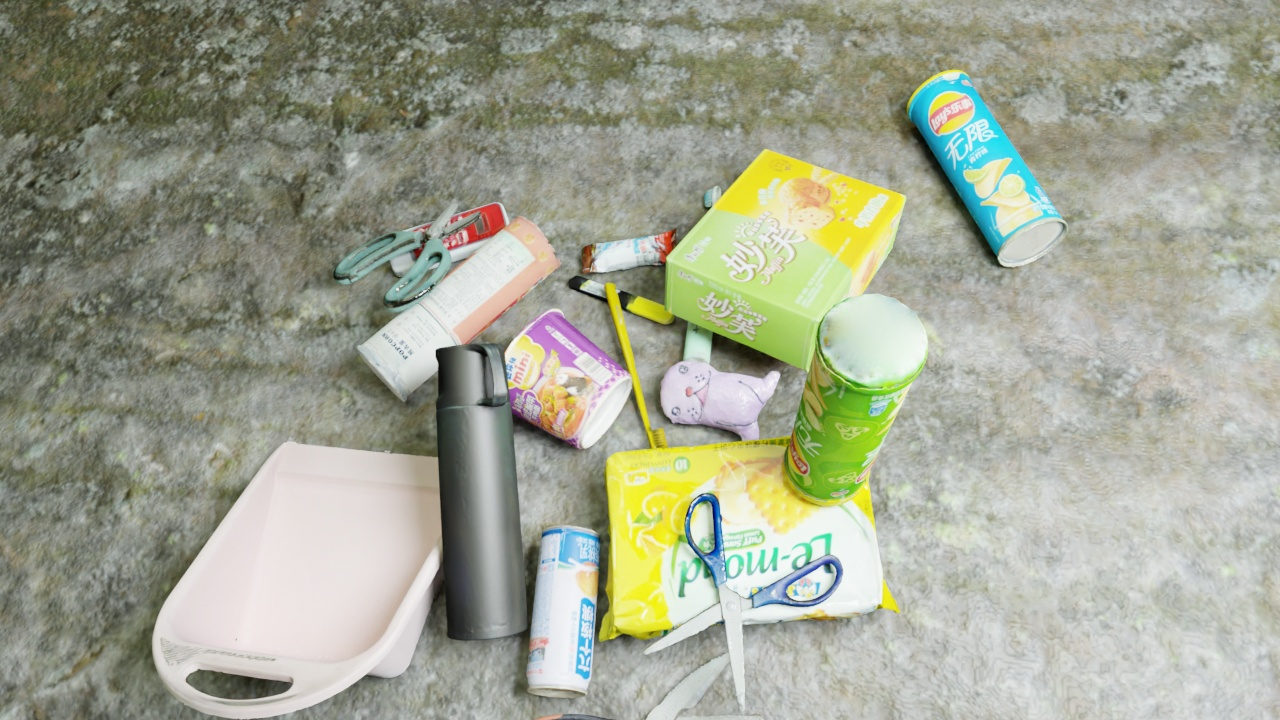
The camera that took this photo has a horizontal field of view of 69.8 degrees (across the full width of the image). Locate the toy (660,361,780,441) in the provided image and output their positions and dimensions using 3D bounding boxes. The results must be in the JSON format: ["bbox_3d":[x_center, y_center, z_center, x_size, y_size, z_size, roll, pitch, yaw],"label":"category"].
[{"bbox_3d":[0.069,0.039,0.862,0.108,0.039,0.084,15,85,13],"label":"toy"}]

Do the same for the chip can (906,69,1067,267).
[{"bbox_3d":[0.348,-0.198,0.932,0.071,0.071,0.210,-18,61,-2],"label":"chip can"}]

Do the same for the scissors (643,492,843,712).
[{"bbox_3d":[0.079,0.183,0.718,0.162,0.012,0.172,-7,62,2],"label":"scissors"}]

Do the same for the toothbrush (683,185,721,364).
[{"bbox_3d":[0.067,-0.089,0.938,0.027,0.026,0.224,-14,55,36],"label":"toothbrush"}]

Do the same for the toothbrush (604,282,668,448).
[{"bbox_3d":[-0.005,0.005,0.895,0.016,0.016,0.190,-14,65,-6],"label":"toothbrush"}]

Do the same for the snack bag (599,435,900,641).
[{"bbox_3d":[0.083,0.150,0.781,0.246,0.068,0.157,-6,61,3],"label":"snack bag"}]

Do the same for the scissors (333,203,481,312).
[{"bbox_3d":[-0.252,-0.108,0.958,0.181,0.019,0.169,-3,45,25],"label":"scissors"}]

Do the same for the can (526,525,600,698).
[{"bbox_3d":[-0.064,0.212,0.776,0.053,0.053,0.134,-1,61,7],"label":"can"}]

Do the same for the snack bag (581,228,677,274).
[{"bbox_3d":[-0.012,-0.113,0.963,0.104,0.026,0.048,-6,49,4],"label":"snack bag"}]

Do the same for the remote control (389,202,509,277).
[{"bbox_3d":[-0.209,-0.133,1.004,0.136,0.020,0.055,-17,61,-2],"label":"remote control"}]

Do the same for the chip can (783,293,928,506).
[{"bbox_3d":[0.151,0.036,0.672,0.072,0.222,0.072,-1,60,2],"label":"chip can"}]

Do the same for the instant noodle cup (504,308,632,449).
[{"bbox_3d":[-0.069,0.024,0.856,0.099,0.112,0.111,34,71,13],"label":"instant noodle cup"}]

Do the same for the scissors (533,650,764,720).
[{"bbox_3d":[-0.012,0.315,0.736,0.189,0.015,0.225,19,65,17],"label":"scissors"}]

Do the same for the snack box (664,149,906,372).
[{"bbox_3d":[0.140,-0.104,0.882,0.158,0.070,0.209,25,52,21],"label":"snack box"}]

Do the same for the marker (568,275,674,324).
[{"bbox_3d":[-0.021,-0.063,0.944,0.124,0.015,0.018,21,72,21],"label":"marker"}]

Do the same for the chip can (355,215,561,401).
[{"bbox_3d":[-0.181,-0.055,0.928,0.214,0.071,0.071,-43,65,-15],"label":"chip can"}]

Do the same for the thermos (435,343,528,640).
[{"bbox_3d":[-0.134,0.108,0.771,0.068,0.090,0.242,-3,86,-28],"label":"thermos"}]

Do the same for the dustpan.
[{"bbox_3d":[-0.274,0.168,0.781,0.223,0.139,0.272,2,62,10],"label":"dustpan"}]
